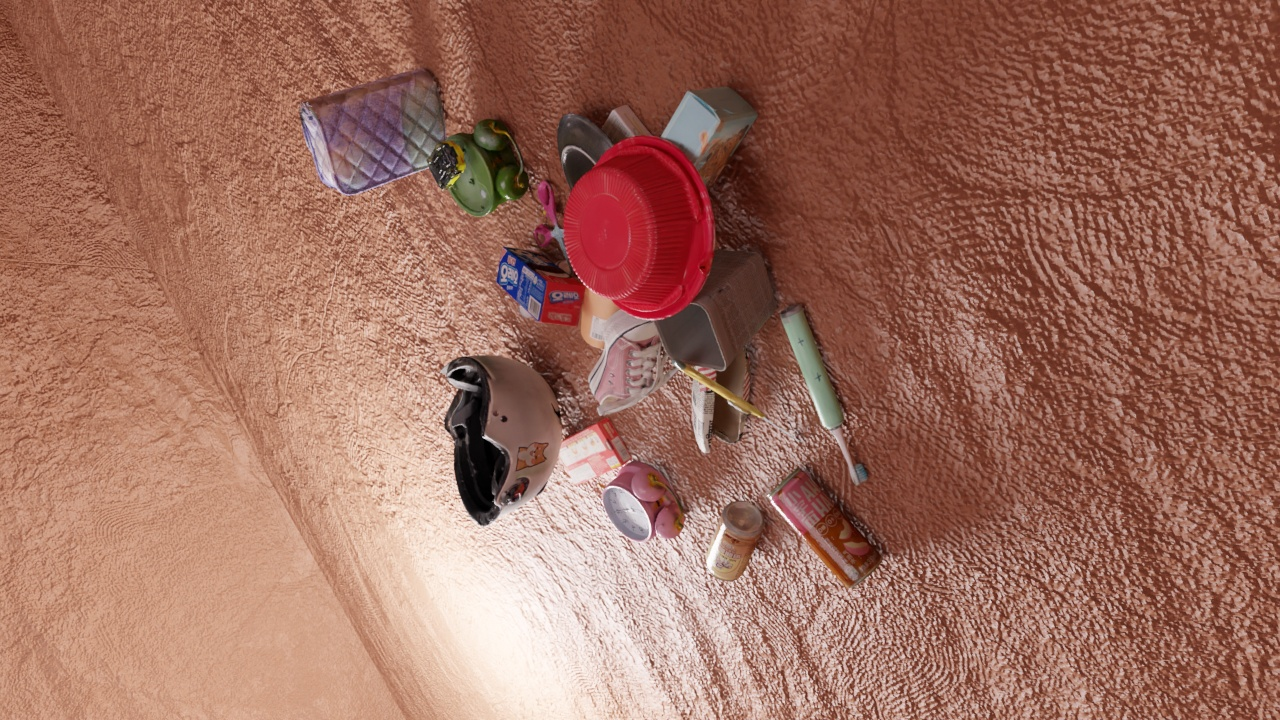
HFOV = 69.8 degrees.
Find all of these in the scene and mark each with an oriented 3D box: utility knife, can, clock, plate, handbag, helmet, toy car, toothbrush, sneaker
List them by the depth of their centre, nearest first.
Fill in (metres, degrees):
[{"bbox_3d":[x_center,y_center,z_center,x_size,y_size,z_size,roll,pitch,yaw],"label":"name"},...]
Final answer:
[{"bbox_3d":[0.208,0.042,1.032,0.026,0.027,0.224,-121,8,-78],"label":"toothbrush"},{"bbox_3d":[0.114,0.047,1.056,0.220,0.022,0.031,26,-178,-31],"label":"utility knife"},{"bbox_3d":[0.221,0.201,1.105,0.147,0.057,0.058,48,142,12],"label":"can"},{"bbox_3d":[-0.053,-0.211,1.106,0.179,0.024,0.180,47,158,25],"label":"plate"},{"bbox_3d":[-0.007,0.007,1.187,0.087,0.118,0.242,64,153,22],"label":"sneaker"},{"bbox_3d":[0.127,0.245,1.243,0.058,0.058,0.117,38,139,24],"label":"can"},{"bbox_3d":[-0.261,-0.266,1.244,0.048,0.032,0.105,62,154,-6],"label":"toy car"},{"bbox_3d":[-0.211,-0.265,1.261,0.162,0.056,0.116,-10,108,51],"label":"clock"},{"bbox_3d":[-0.372,-0.321,1.288,0.076,0.193,0.134,27,134,38],"label":"handbag"},{"bbox_3d":[-0.120,-0.116,1.290,0.026,0.026,0.222,24,148,-20],"label":"toothbrush"},{"bbox_3d":[0.008,0.211,1.352,0.159,0.059,0.117,-18,102,51],"label":"clock"},{"bbox_3d":[-0.205,0.114,1.437,0.230,0.156,0.274,41,137,50],"label":"helmet"}]

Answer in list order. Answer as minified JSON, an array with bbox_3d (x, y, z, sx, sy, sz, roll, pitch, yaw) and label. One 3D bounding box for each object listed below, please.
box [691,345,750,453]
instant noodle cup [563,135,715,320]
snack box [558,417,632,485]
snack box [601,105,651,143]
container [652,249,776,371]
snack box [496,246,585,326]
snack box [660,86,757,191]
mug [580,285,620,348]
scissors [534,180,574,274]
[{"bbox_3d":[0.083,0.043,1.128,0.075,0.083,0.164,37,141,36],"label":"box"},{"bbox_3d":[-0.016,-0.133,0.948,0.194,0.065,0.194,15,111,43],"label":"instant noodle cup"},{"bbox_3d":[-0.077,0.143,1.428,0.153,0.025,0.075,-30,91,53],"label":"snack box"},{"bbox_3d":[0.005,-0.213,1.078,0.157,0.026,0.085,52,143,7],"label":"snack box"},{"bbox_3d":[0.084,-0.062,1.016,0.090,0.114,0.090,13,136,44],"label":"container"},{"bbox_3d":[-0.138,-0.102,1.224,0.207,0.058,0.057,38,119,59],"label":"snack box"},{"bbox_3d":[0.046,-0.205,0.971,0.051,0.074,0.175,46,130,14],"label":"snack box"},{"bbox_3d":[-0.041,-0.074,1.195,0.078,0.078,0.123,42,145,20],"label":"mug"},{"bbox_3d":[-0.116,-0.173,1.235,0.130,0.017,0.133,-37,72,59],"label":"scissors"}]
